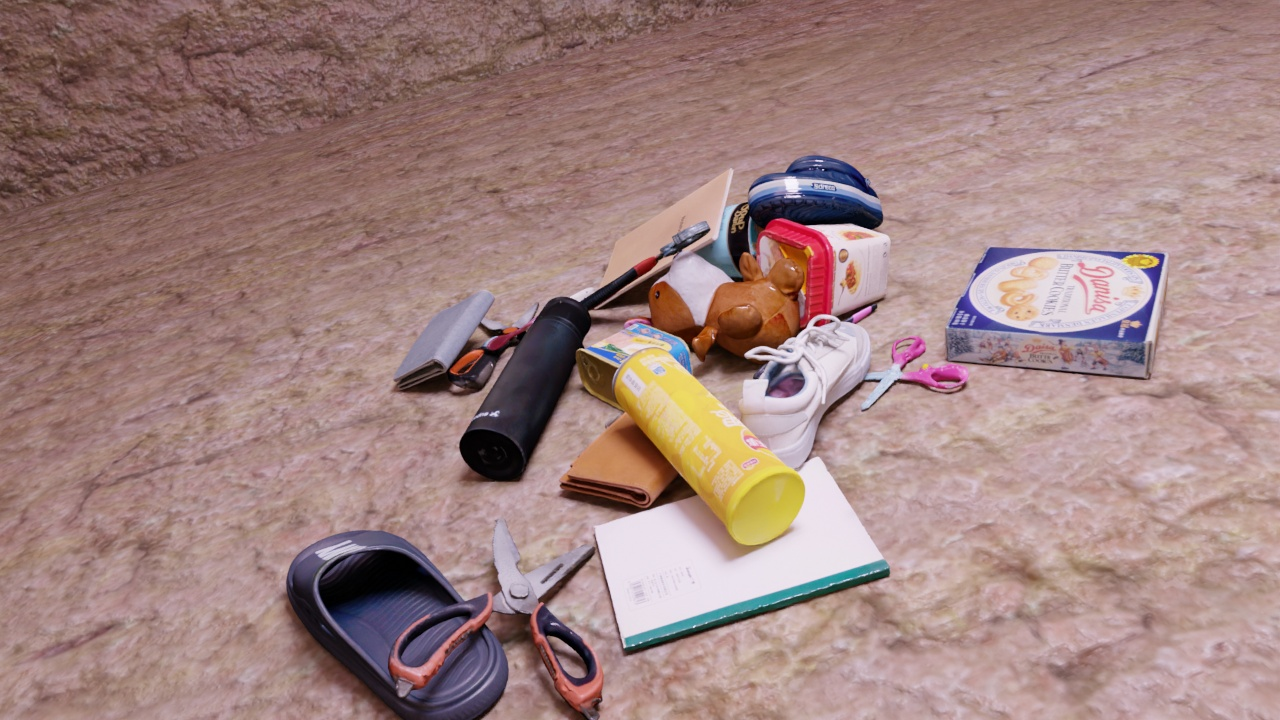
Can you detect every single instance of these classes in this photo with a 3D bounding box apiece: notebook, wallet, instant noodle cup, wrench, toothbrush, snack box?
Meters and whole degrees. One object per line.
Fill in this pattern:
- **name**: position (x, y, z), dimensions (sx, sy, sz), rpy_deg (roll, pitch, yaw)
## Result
- **notebook**: position (0.028, -0.155, 1.178), dimensions (0.208, 0.008, 0.147), rpy_deg (-27, 32, 36)
- **wallet**: position (-0.001, 0.086, 0.867), dimensions (0.108, 0.031, 0.131), rpy_deg (6, 30, 33)
- **instant noodle cup**: position (0.117, -0.152, 1.169), dimensions (0.121, 0.111, 0.111), rpy_deg (0, 31, 38)
- **wallet**: position (-0.239, -0.022, 1.117), dimensions (0.107, 0.037, 0.129), rpy_deg (-21, 31, 39)
- **wrench**: position (-0.010, -0.100, 1.079), dimensions (0.056, 0.016, 0.274), rpy_deg (-24, -3, -42)
- **toothbrush**: position (-0.124, -0.053, 1.149), dimensions (0.017, 0.016, 0.187), rpy_deg (4, 28, 45)
- **instant noodle cup**: position (0.209, -0.104, 1.041), dimensions (0.124, 0.117, 0.116), rpy_deg (-15, 27, -27)
- **notebook**: position (0.073, 0.151, 0.742), dimensions (0.209, 0.012, 0.150), rpy_deg (-16, 29, -4)
- **toothbrush**: position (0.194, -0.020, 0.990), dimensions (0.188, 0.014, 0.018), rpy_deg (-29, 42, -26)
- **snack box**: position (0.420, -0.055, 0.923), dimensions (0.183, 0.046, 0.177), rpy_deg (6, 35, 32)

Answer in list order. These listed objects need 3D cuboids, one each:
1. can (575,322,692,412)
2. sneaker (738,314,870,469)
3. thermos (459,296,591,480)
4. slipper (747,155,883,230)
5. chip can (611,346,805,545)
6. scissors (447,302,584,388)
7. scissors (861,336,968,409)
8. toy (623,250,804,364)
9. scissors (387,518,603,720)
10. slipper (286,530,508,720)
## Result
- **can**: position (-0.006, 0.006, 0.986), dimensions (0.083, 0.057, 0.102), rpy_deg (-28, 33, -29)
- **sneaker**: position (0.152, 0.005, 0.872), dimensions (0.090, 0.091, 0.241), rpy_deg (-1, 27, 32)
- **thermos**: position (-0.122, 0.026, 0.979), dimensions (0.090, 0.068, 0.241), rpy_deg (-25, 25, 30)
- **slipper**: position (0.223, -0.205, 1.121), dimensions (0.105, 0.095, 0.252), rpy_deg (-19, -11, 37)
- **chip can**: position (0.051, 0.067, 0.789), dimensions (0.072, 0.072, 0.213), rpy_deg (-24, 38, -18)
- **scissors**: position (-0.156, -0.021, 1.136), dimensions (0.232, 0.022, 0.220), rpy_deg (8, 31, 32)
- **scissors**: position (0.256, 0.010, 0.912), dimensions (0.133, 0.017, 0.134), rpy_deg (-4, 33, 23)
- **toy**: position (0.078, -0.064, 1.018), dimensions (0.139, 0.130, 0.200), rpy_deg (-39, 28, -28)
- **scissors**: position (-0.100, 0.189, 0.691), dimensions (0.188, 0.015, 0.223), rpy_deg (0, 29, -26)
- **slipper**: position (-0.202, 0.186, 0.730), dimensions (0.110, 0.083, 0.268), rpy_deg (-31, 35, -31)
